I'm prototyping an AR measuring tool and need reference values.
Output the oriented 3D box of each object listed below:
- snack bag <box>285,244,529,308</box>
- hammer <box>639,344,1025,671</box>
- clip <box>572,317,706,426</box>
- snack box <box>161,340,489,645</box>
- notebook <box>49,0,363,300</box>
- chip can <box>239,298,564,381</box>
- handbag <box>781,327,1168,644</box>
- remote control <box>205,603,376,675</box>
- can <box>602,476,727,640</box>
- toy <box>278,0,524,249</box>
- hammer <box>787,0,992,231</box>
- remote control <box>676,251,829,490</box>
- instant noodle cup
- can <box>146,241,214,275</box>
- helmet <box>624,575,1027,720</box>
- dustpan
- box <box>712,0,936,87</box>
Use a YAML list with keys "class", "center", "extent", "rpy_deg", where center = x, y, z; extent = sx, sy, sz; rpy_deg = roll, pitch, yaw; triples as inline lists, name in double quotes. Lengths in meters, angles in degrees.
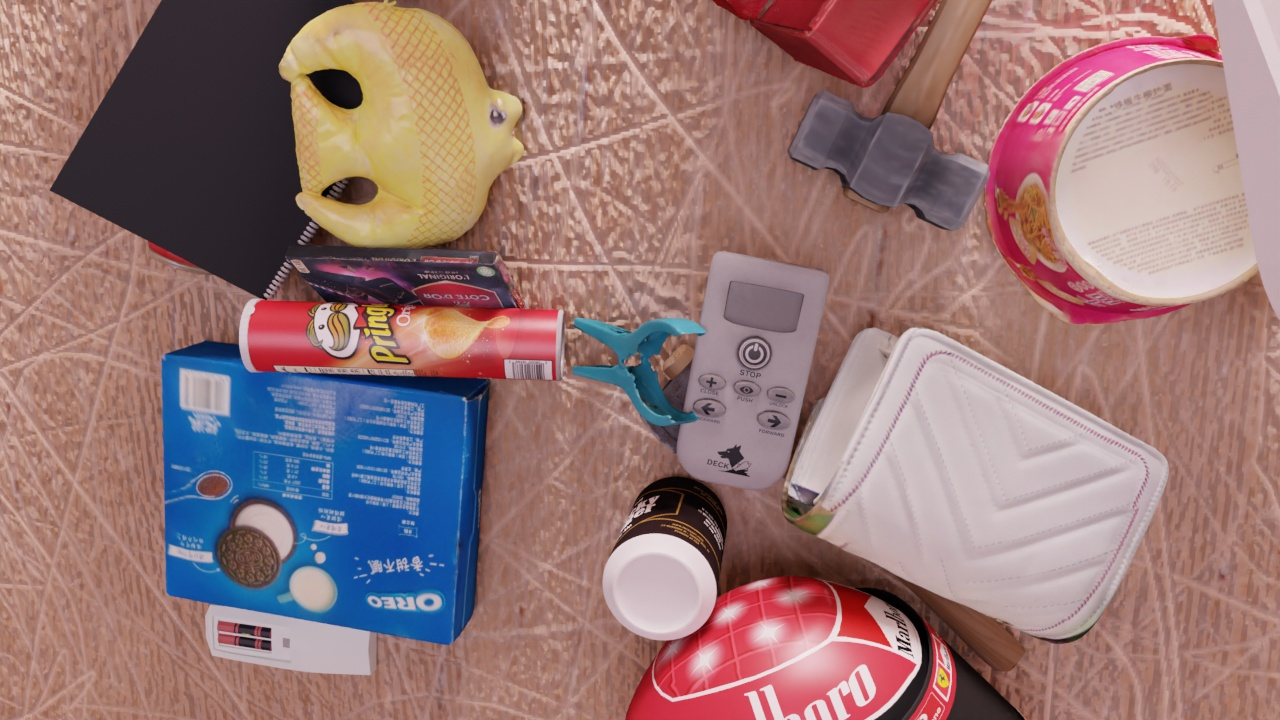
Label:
- class: "snack bag"
  center: [-0.163, -0.057, 0.644]
  extent: [0.155, 0.075, 0.018]
  rpy_deg: [2, 66, 9]
- class: "hammer"
  center: [0.145, 0.104, 0.641]
  extent: [0.328, 0.052, 0.098]
  rpy_deg: [41, 105, -4]
- class: "clip"
  center: [-0.001, 0.020, 0.610]
  extent: [0.130, 0.031, 0.121]
  rpy_deg: [-17, 82, 52]
- class: "snack box"
  center: [-0.238, 0.098, 0.695]
  extent: [0.239, 0.056, 0.196]
  rpy_deg: [8, 103, 7]
- class: "notebook"
  center: [-0.260, -0.159, 0.606]
  extent: [0.149, 0.016, 0.207]
  rpy_deg: [31, 99, -30]
- class: "chip can"
  center: [-0.162, -0.014, 0.641]
  extent: [0.214, 0.051, 0.052]
  rpy_deg: [2, 102, -2]
- class: "handbag"
  center: [0.203, 0.078, 0.577]
  extent: [0.198, 0.096, 0.142]
  rpy_deg: [27, 89, -11]
- class: "remote control"
  center: [-0.287, 0.225, 0.746]
  extent: [0.143, 0.024, 0.049]
  rpy_deg: [6, 103, 8]
- class: "can"
  center: [0.020, 0.129, 0.620]
  extent: [0.072, 0.128, 0.072]
  rpy_deg: [2, 102, 9]
- class: "toy"
  center: [-0.154, -0.152, 0.609]
  extent: [0.154, 0.064, 0.171]
  rpy_deg: [-5, 120, -13]
- class: "hammer"
  center: [0.210, -0.243, 0.553]
  extent: [0.117, 0.051, 0.323]
  rpy_deg: [25, 102, 2]
- class: "remote control"
  center: [0.069, 0.010, 0.587]
  extent: [0.074, 0.019, 0.151]
  rpy_deg: [11, 105, 4]
- class: "instant noodle cup"
  center: [0.307, -0.106, 0.549]
  extent: [0.179, 0.077, 0.179]
  rpy_deg: [2, 102, 9]
- class: "can"
  center: [-0.299, -0.148, 0.645]
  extent: [0.067, 0.067, 0.170]
  rpy_deg: [23, 104, 4]
- class: "helmet"
  center: [0.115, 0.252, 0.597]
  extent: [0.271, 0.197, 0.224]
  rpy_deg: [-23, 102, 9]
- class: "dustpan"
  center: [0.383, -0.126, 0.473]
  extent: [0.191, 0.053, 0.258]
  rpy_deg: [-43, 120, -23]
- class: "box"
  center: [0.123, -0.251, 0.518]
  extent: [0.156, 0.146, 0.157]
  rpy_deg: [39, 106, 18]
